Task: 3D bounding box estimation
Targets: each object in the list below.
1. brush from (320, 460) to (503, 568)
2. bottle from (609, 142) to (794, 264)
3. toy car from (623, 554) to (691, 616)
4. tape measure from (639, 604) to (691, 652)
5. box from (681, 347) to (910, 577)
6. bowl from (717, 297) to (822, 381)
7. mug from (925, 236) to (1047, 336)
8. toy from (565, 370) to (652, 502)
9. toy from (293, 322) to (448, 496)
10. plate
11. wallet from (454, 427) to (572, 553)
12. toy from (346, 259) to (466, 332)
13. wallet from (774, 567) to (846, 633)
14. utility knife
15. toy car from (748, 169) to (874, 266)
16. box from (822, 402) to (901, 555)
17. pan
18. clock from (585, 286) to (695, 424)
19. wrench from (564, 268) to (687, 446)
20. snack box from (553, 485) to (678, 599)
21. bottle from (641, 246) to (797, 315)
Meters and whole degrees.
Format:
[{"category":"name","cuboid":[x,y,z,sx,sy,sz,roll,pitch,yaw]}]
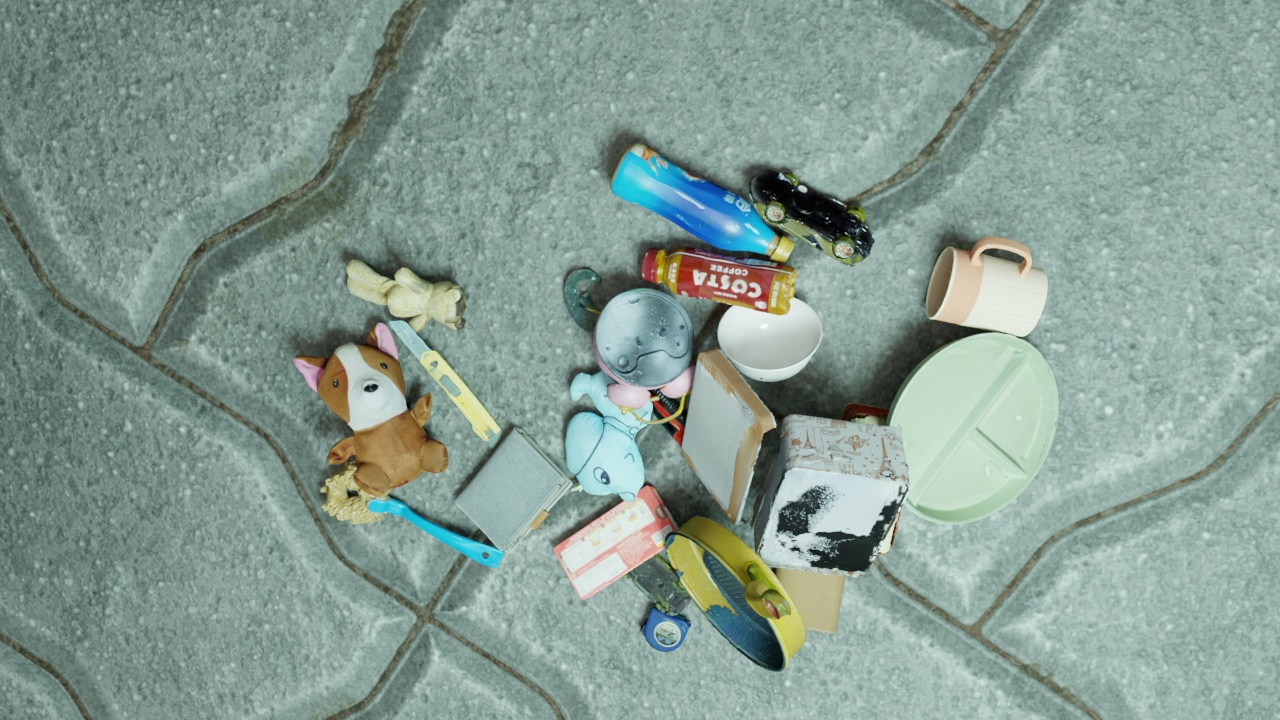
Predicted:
[{"category":"brush","cuboid":[-0.293,0.203,1.170,0.255,0.045,0.083,23,100,7]},{"category":"bottle","cuboid":[0.073,-0.172,1.047,0.218,0.065,0.065,28,103,0]},{"category":"toy car","cuboid":[0.020,0.275,1.163,0.105,0.032,0.048,43,98,7]},{"category":"tape measure","cuboid":[0.031,0.345,1.180,0.058,0.025,0.054,23,105,5]},{"category":"box","cuboid":[0.150,0.120,0.999,0.271,0.133,0.180,28,137,20]},{"category":"bowl","cuboid":[0.150,-0.014,1.065,0.118,0.118,0.065,-3,139,7]},{"category":"mug","cuboid":[0.387,-0.086,1.014,0.106,0.081,0.115,13,136,1]},{"category":"toy","cuboid":[-0.043,0.096,1.121,0.156,0.049,0.161,-43,87,22]},{"category":"toy","cuboid":[-0.324,0.062,1.114,0.140,0.131,0.199,-22,89,-23]},{"category":"plate","cuboid":[0.375,0.078,1.047,0.230,0.027,0.230,-5,106,-17]},{"category":"wallet","cuboid":[-0.158,0.165,1.153,0.106,0.037,0.130,44,104,12]},{"category":"toy","cuboid":[-0.284,-0.083,1.111,0.157,0.066,0.105,17,135,6]},{"category":"wallet","cuboid":[0.210,0.279,1.144,0.090,0.033,0.115,7,103,7]},{"category":"utility knife","cuboid":[-0.237,0.027,1.134,0.031,0.021,0.205,-36,102,5]},{"category":"toy car","cuboid":[0.192,-0.163,1.038,0.158,0.070,0.042,30,141,0]},{"category":"box","cuboid":[0.272,0.142,1.086,0.091,0.076,0.168,10,103,4]},{"category":"pan","cuboid":[0.110,0.251,0.974,0.078,0.358,0.197,-37,82,-21]},{"category":"clock","cuboid":[0.005,-0.003,1.068,0.117,0.060,0.158,-16,84,-17]},{"category":"wrench","cuboid":[-0.007,0.006,1.118,0.056,0.016,0.273,-35,96,12]},{"category":"snack box","cuboid":[-0.029,0.228,1.149,0.153,0.025,0.075,-35,74,11]},{"category":"bottle","cuboid":[0.089,-0.096,1.057,0.175,0.057,0.057,13,103,16]}]
